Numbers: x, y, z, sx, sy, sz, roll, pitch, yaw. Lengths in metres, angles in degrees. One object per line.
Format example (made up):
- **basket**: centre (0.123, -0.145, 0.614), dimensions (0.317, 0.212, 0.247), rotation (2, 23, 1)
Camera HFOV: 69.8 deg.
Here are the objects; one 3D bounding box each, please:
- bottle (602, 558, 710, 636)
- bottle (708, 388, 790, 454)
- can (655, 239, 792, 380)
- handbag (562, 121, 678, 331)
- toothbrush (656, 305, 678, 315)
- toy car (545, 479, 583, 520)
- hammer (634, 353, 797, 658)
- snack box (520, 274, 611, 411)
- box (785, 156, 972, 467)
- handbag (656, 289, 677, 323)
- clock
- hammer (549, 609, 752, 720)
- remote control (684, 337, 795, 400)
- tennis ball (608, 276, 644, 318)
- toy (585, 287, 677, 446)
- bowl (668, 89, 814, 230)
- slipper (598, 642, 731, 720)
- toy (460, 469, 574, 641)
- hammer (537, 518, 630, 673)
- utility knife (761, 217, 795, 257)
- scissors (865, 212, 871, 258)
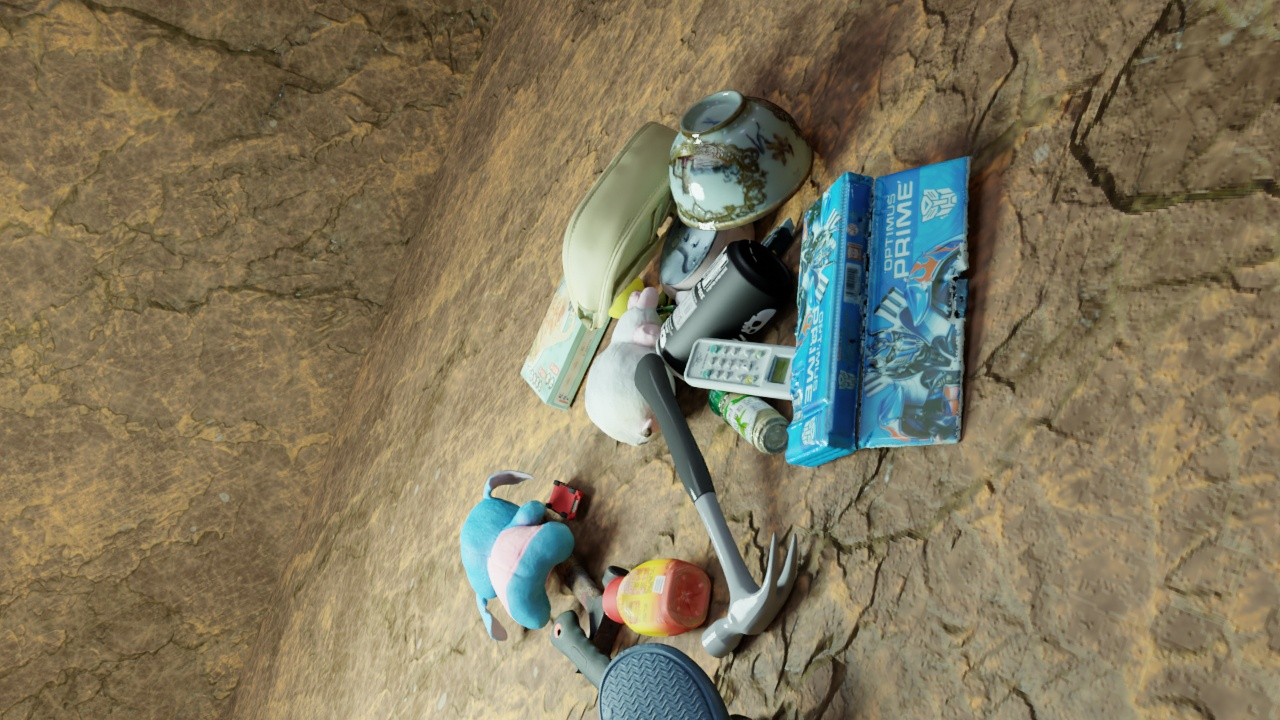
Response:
- **bottle**: centre (0.012, 0.233, 0.901), dimensions (0.134, 0.048, 0.071), rotation (-25, 49, 55)
- **bottle**: centre (0.104, 0.053, 0.870), dimensions (0.043, 0.042, 0.110), rotation (-64, 27, 9)
- **can**: centre (0.084, -0.049, 0.939), dimensions (0.146, 0.080, 0.080), rotation (-51, 31, 33)
- **handbag**: centre (-0.002, -0.161, 1.098), dimensions (0.232, 0.088, 0.191), rotation (-51, -24, -35)
- **toothbrush**: centre (0.012, -0.058, 1.095), dimensions (0.017, 0.014, 0.188), rotation (-67, 18, -10)
- **toy car**: centre (-0.096, 0.180, 1.182), dimensions (0.090, 0.025, 0.038), rotation (8, 78, 63)
- **hammer**: centre (0.055, 0.110, 0.861), dimensions (0.125, 0.029, 0.310), rotation (-52, 43, 31)
- **snack box**: centre (-0.103, -0.039, 1.342), dimensions (0.194, 0.044, 0.141), rotation (-64, 27, 7)
- **box**: centre (0.182, -0.043, 0.754), dimensions (0.176, 0.059, 0.243), rotation (-20, 58, 56)
- **handbag**: centre (-0.008, -0.007, 1.153), dimensions (0.179, 0.027, 0.084), rotation (-50, 29, 37)
- **clock**: centre (0.069, -0.113, 1.045), dimensions (0.158, 0.058, 0.116), rotation (-63, 25, 13)
- **hammer**: centre (-0.010, 0.322, 0.867), dimensions (0.333, 0.033, 0.133), rotation (23, 94, 60)
- **remote control**: centre (0.104, 0.008, 0.870), dimensions (0.133, 0.022, 0.050), rotation (8, 71, 37)
- **tennis ball**: centre (-0.026, -0.088, 1.203), dimensions (0.065, 0.065, 0.065), rotation (-44, 35, 42)
- **toy**: centre (-0.006, 0.006, 1.038), dimensions (0.139, 0.101, 0.179), rotation (154, 126, -74)
- **bowl**: centre (0.093, -0.224, 0.965), dimensions (0.160, 0.094, 0.159), rotation (-21, 40, 18)
- **slipper**: centre (0.044, 0.318, 0.704), dimensions (0.104, 0.059, 0.213), rotation (-35, 69, 20)
- **toy**: centre (-0.158, 0.251, 1.124), dimensions (0.192, 0.098, 0.224), rotation (16, 98, 55)
- **hammer**: centre (-0.098, 0.255, 1.123), dimensions (0.330, 0.033, 0.120), rotation (26, 95, 65)
- **utility knife**: centre (0.110, -0.085, 0.976), dimensions (0.175, 0.028, 0.020), rotation (-52, 33, 31)
- **scissors**: centre (0.199, -0.097, 0.834), dimensions (0.123, 0.011, 0.127), rotation (-64, 27, 10)
